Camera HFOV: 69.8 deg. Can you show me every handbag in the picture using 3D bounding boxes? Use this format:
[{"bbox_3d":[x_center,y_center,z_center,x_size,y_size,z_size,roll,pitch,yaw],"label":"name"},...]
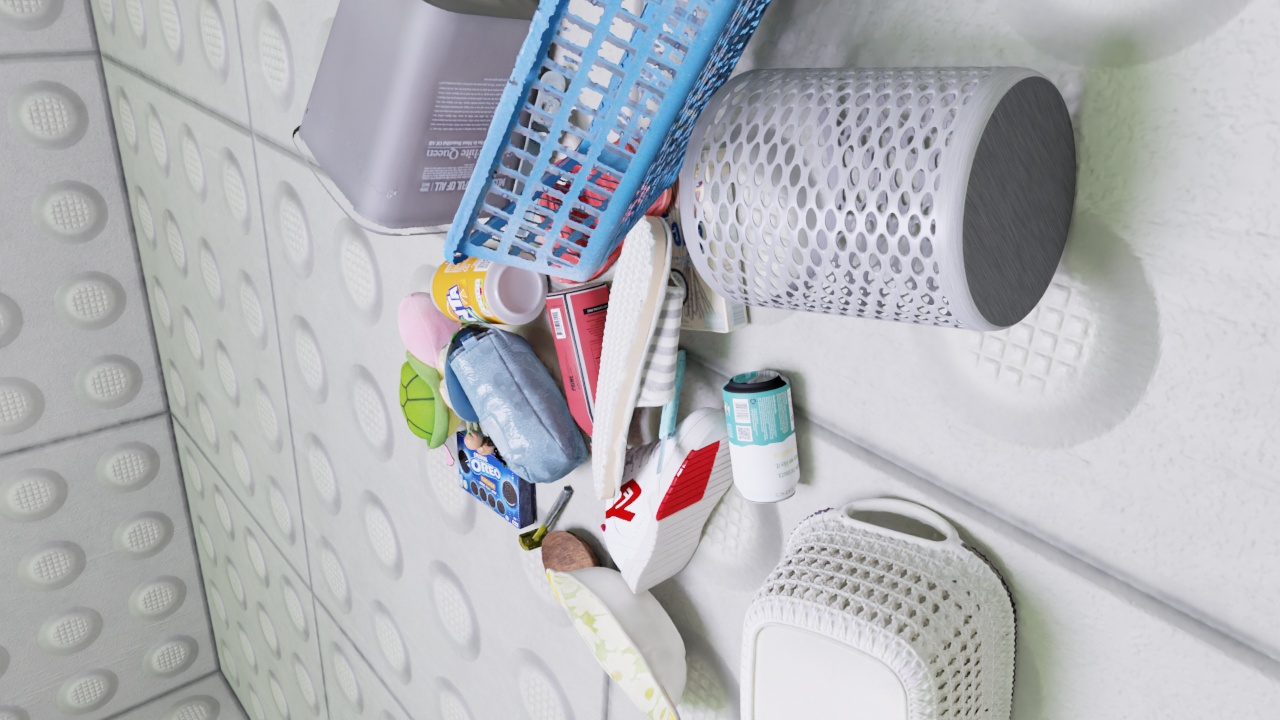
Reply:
[{"bbox_3d":[-0.145,0.052,0.995,0.119,0.121,0.192,-32,81,7],"label":"handbag"}]

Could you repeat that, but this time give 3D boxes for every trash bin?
[{"bbox_3d":[0.144,-0.099,0.557,0.183,0.156,0.156,14,115,45],"label":"trash bin"},{"bbox_3d":[-0.205,-0.272,0.903,0.197,0.196,0.221,49,131,27],"label":"trash bin"}]

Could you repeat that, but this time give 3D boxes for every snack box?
[{"bbox_3d":[-0.187,0.148,1.172,0.150,0.027,0.082,21,120,45],"label":"snack box"},{"bbox_3d":[0.046,-0.100,0.778,0.082,0.026,0.150,9,111,52],"label":"snack box"}]

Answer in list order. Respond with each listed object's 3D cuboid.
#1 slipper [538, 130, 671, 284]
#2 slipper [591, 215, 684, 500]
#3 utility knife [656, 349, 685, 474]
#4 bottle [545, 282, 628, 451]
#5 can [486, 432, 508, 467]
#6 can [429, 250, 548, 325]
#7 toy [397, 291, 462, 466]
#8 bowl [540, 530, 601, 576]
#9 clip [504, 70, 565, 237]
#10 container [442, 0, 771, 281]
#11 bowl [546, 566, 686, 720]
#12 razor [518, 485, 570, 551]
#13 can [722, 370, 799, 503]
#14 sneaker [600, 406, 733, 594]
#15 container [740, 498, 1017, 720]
[{"bbox_3d":[-0.053,-0.135,0.845,0.249,0.059,0.103,-29,78,61],"label":"slipper"},{"bbox_3d":[-0.005,0.005,0.803,0.114,0.054,0.273,-114,31,-54],"label":"slipper"},{"bbox_3d":[0.027,0.046,0.796,0.015,0.147,0.022,28,130,-15],"label":"utility knife"},{"bbox_3d":[-0.046,0.014,0.913,0.062,0.062,0.176,-1,103,52],"label":"bottle"},{"bbox_3d":[-0.164,0.054,1.083,0.054,0.053,0.137,-22,87,53],"label":"can"},{"bbox_3d":[-0.171,-0.080,1.015,0.143,0.078,0.079,5,109,50],"label":"can"},{"bbox_3d":[-0.260,0.026,1.157,0.190,0.087,0.239,-123,33,-52],"label":"toy"},{"bbox_3d":[-0.072,0.242,1.068,0.114,0.026,0.102,-19,90,52],"label":"bowl"},{"bbox_3d":[-0.108,-0.184,0.904,0.164,0.030,0.172,142,142,-72],"label":"clip"},{"bbox_3d":[0.025,-0.222,0.565,0.089,0.256,0.363,32,124,0],"label":"container"},{"bbox_3d":[-0.011,0.283,0.955,0.219,0.060,0.189,41,153,34],"label":"bowl"},{"bbox_3d":[-0.106,0.184,1.087,0.026,0.042,0.106,53,130,26],"label":"razor"},{"bbox_3d":[0.100,0.062,0.755,0.055,0.054,0.102,7,110,50],"label":"can"},{"bbox_3d":[0.014,0.112,0.863,0.104,0.090,0.237,49,142,29],"label":"sneaker"},{"bbox_3d":[0.166,0.245,0.676,0.185,0.142,0.252,11,114,34],"label":"container"}]
